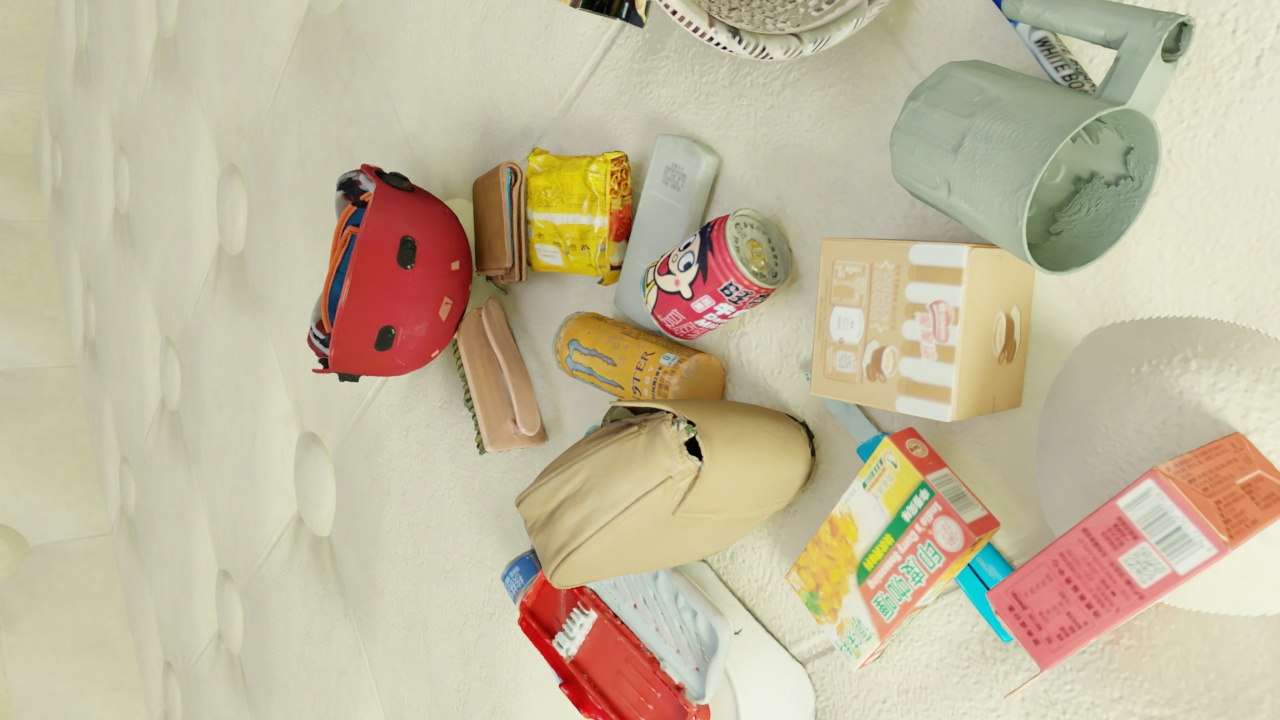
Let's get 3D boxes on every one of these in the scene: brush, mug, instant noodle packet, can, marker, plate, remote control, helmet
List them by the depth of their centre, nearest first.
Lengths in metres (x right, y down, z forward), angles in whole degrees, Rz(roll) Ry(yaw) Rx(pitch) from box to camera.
[{"bbox_3d":[0.197,-0.119,0.458,0.103,0.083,0.124,49,125,50],"label":"mug"},{"bbox_3d":[0.224,-0.151,0.483,0.017,0.016,0.145,-44,62,41],"label":"marker"},{"bbox_3d":[0.053,-0.060,0.648,0.094,0.066,0.066,-30,71,45],"label":"can"},{"bbox_3d":[0.048,0.257,0.709,0.164,0.034,0.164,42,123,37],"label":"plate"},{"bbox_3d":[0.019,-0.099,0.715,0.058,0.021,0.150,36,119,39],"label":"remote control"},{"bbox_3d":[-0.004,0.004,0.721,0.146,0.058,0.058,22,109,43],"label":"can"},{"bbox_3d":[-0.056,-0.125,0.781,0.128,0.044,0.111,16,108,49],"label":"instant noodle packet"},{"bbox_3d":[-0.073,0.237,0.827,0.134,0.053,0.053,52,129,32],"label":"can"},{"bbox_3d":[-0.135,0.015,0.870,0.073,0.063,0.145,-38,64,48],"label":"brush"},{"bbox_3d":[-0.233,-0.075,0.893,0.240,0.143,0.207,31,107,64],"label":"helmet"}]

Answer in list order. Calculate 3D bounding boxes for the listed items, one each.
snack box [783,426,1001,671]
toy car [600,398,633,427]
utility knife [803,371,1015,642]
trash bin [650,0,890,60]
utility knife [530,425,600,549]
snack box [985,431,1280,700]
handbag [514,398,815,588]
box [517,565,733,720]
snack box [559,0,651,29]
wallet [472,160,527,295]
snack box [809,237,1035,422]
[{"bbox_3d":[0.149,0.120,0.567,0.077,0.027,0.156,53,141,31],"label":"snack box"},{"bbox_3d":[-0.018,0.098,0.764,0.070,0.042,0.158,39,118,39],"label":"toy car"},{"bbox_3d":[0.166,0.078,0.571,0.208,0.018,0.034,55,131,32],"label":"utility knife"},{"bbox_3d":[0.037,-0.305,0.552,0.192,0.227,0.228,36,120,55],"label":"trash bin"},{"bbox_3d":[-0.069,0.124,0.842,0.029,0.013,0.179,52,129,34],"label":"utility knife"},{"bbox_3d":[0.227,0.094,0.431,0.044,0.113,0.127,56,131,27],"label":"snack box"},{"bbox_3d":[0.019,0.078,0.603,0.148,0.204,0.099,-40,65,25],"label":"handbag"},{"bbox_3d":[-0.015,0.206,0.717,0.201,0.049,0.161,36,112,41],"label":"box"},{"bbox_3d":[-0.035,-0.343,0.737,0.125,0.053,0.113,43,124,43],"label":"snack box"},{"bbox_3d":[-0.132,-0.118,0.850,0.131,0.035,0.119,-167,71,-68],"label":"wallet"},{"bbox_3d":[0.160,-0.022,0.523,0.094,0.076,0.093,12,102,48],"label":"snack box"}]
